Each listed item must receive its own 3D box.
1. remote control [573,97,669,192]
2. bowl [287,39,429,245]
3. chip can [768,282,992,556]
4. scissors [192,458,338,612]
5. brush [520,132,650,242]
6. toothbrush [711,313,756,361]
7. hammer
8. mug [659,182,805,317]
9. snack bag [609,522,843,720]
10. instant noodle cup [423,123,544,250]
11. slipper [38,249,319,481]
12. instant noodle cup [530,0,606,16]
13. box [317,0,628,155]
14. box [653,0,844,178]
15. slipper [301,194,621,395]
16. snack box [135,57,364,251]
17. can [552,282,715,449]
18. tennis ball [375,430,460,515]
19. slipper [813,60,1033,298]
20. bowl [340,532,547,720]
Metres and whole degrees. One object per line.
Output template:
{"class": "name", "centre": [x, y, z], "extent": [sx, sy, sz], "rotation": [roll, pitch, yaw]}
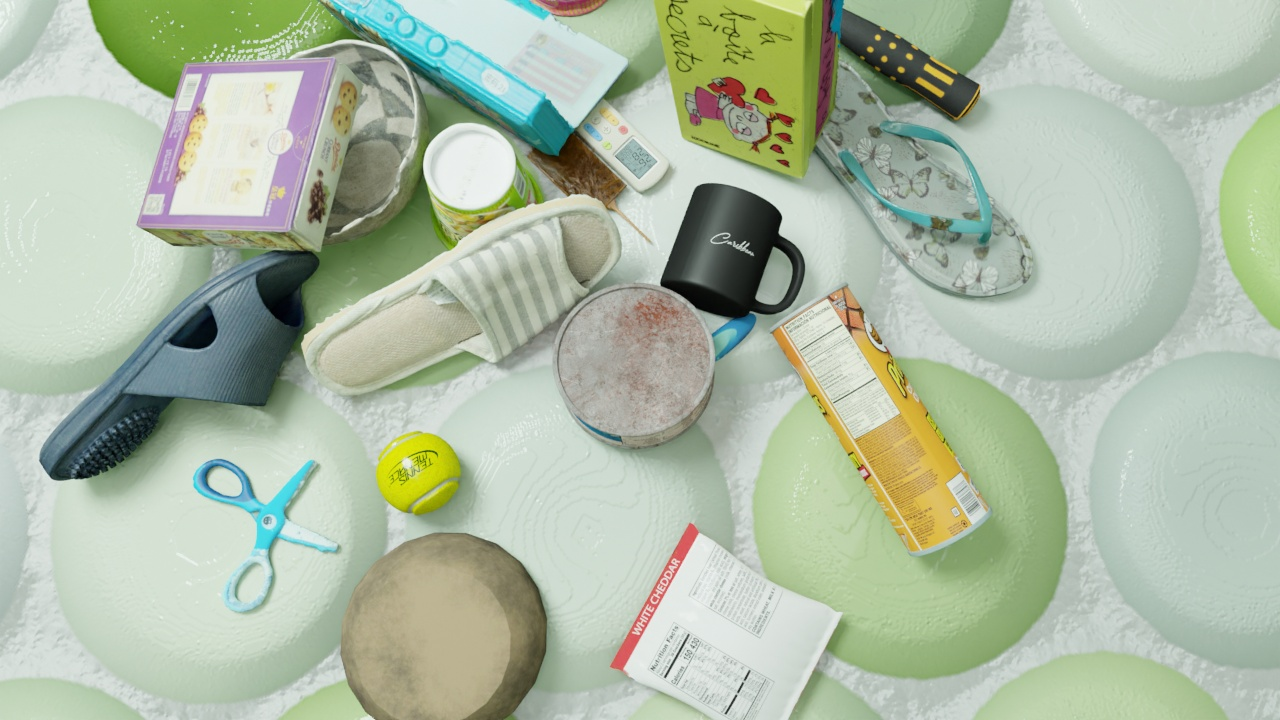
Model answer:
{"class": "remote control", "centre": [-0.029, -0.199, 0.804], "extent": [0.125, 0.018, 0.038], "rotation": [44, 83, 4]}
{"class": "bowl", "centre": [-0.244, -0.165, 0.755], "extent": [0.179, 0.081, 0.178], "rotation": [-5, 72, 14]}
{"class": "chip can", "centre": [0.193, 0.047, 0.747], "extent": [0.075, 0.075, 0.215], "rotation": [-31, 84, -6]}
{"class": "scissors", "centre": [-0.314, 0.132, 0.750], "extent": [0.139, 0.011, 0.134], "rotation": [34, 85, 4]}
{"class": "brush", "centre": [-0.041, -0.151, 0.794], "extent": [0.126, 0.017, 0.048], "rotation": [44, 90, 4]}
{"class": "toothbrush", "centre": [0.045, 0.003, 0.780], "extent": [0.135, 0.017, 0.022], "rotation": [-38, 84, -9]}
{"class": "hammer", "centre": [0.156, -0.306, 0.806], "extent": [0.320, 0.036, 0.123], "rotation": [32, 54, 0]}
{"class": "mug", "centre": [0.083, -0.083, 0.764], "extent": [0.113, 0.078, 0.088], "rotation": [22, 81, -11]}
{"class": "snack bag", "centre": [0.070, 0.224, 0.735], "extent": [0.144, 0.039, 0.130], "rotation": [30, 81, 3]}
{"class": "instant noodle cup", "centre": [-0.131, -0.140, 0.747], "extent": [0.099, 0.108, 0.099], "rotation": [0, 80, -2]}
{"class": "slipper", "centre": [-0.346, 0.017, 0.722], "extent": [0.263, 0.101, 0.082], "rotation": [-43, 84, -4]}
{"class": "instant noodle cup", "centre": [-0.065, -0.366, 0.781], "extent": [0.097, 0.109, 0.097], "rotation": [0, 82, -1]}
{"class": "box", "centre": [-0.145, -0.261, 0.776], "extent": [0.227, 0.169, 0.086], "rotation": [33, 126, 10]}
{"class": "box", "centre": [0.086, -0.240, 0.703], "extent": [0.124, 0.221, 0.082], "rotation": [24, 80, 13]}
{"class": "slipper", "centre": [-0.139, -0.043, 0.733], "extent": [0.273, 0.114, 0.054], "rotation": [-27, 54, 2]}
{"class": "snack box", "centre": [-0.299, -0.159, 0.705], "extent": [0.148, 0.040, 0.143], "rotation": [5, 75, 19]}
{"class": "can", "centre": [-0.005, 0.004, 0.749], "extent": [0.130, 0.044, 0.129], "rotation": [-1, 71, 3]}
{"class": "tennis ball", "centre": [-0.177, 0.090, 0.733], "extent": [0.065, 0.065, 0.065], "rotation": [0, 82, -2]}
{"class": "slipper", "centre": [0.229, -0.155, 0.790], "extent": [0.098, 0.055, 0.269], "rotation": [-44, 84, -5]}
{"class": "bowl", "centre": [-0.155, 0.216, 0.712], "extent": [0.162, 0.070, 0.162], "rotation": [0, 82, -2]}
